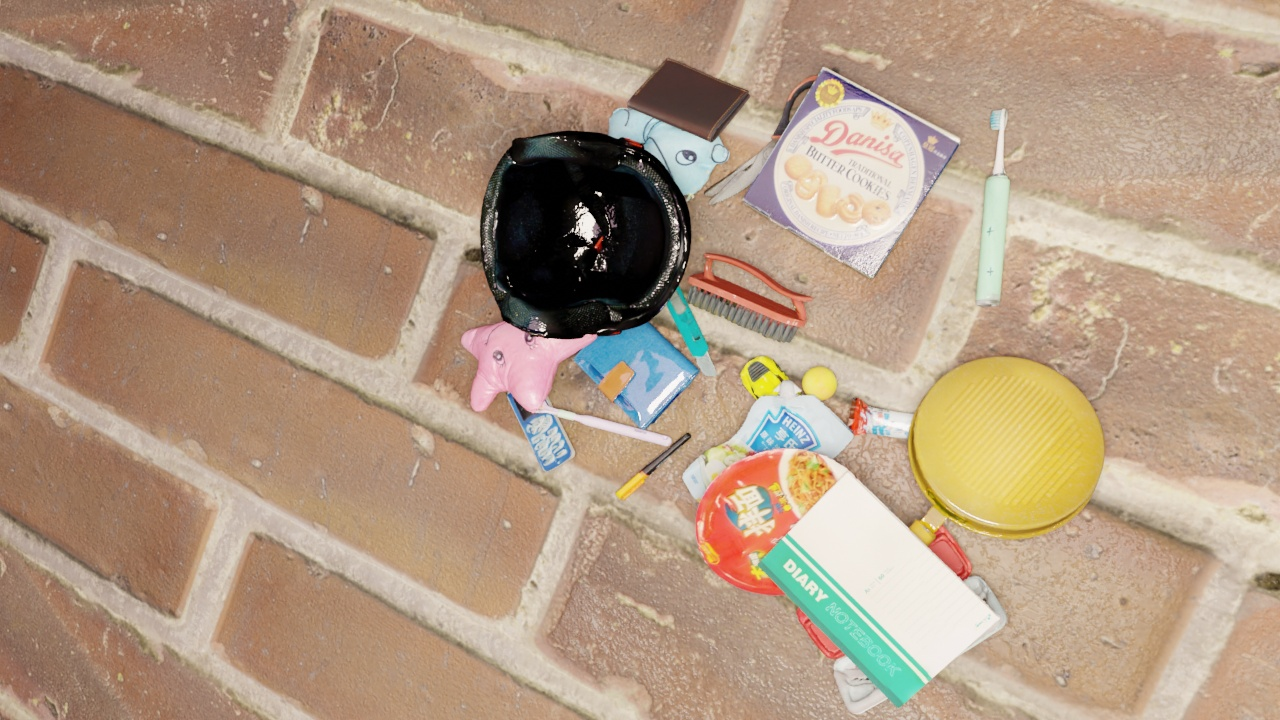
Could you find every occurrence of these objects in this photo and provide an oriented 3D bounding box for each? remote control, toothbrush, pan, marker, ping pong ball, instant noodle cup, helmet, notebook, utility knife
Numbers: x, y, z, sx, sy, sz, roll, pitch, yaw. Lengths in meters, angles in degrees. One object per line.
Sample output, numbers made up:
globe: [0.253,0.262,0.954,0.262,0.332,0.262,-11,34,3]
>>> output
remote control: [-0.130,0.082,1.200,0.049,0.024,0.125,-32,74,15]
toothbrush: [-0.051,0.078,1.164,0.189,0.021,0.029,15,53,10]
pan: [0.337,0.151,0.991,0.357,0.078,0.197,-44,67,-6]
marker: [0.017,0.133,1.151,0.124,0.018,0.015,-42,75,12]
ping pong ball: [0.210,0.027,1.077,0.040,0.040,0.040,-1,87,19]
toothbrush: [0.398,-0.172,1.029,0.027,0.026,0.224,4,89,41]
instant noodle cup: [0.157,0.172,1.048,0.194,0.065,0.194,1,113,1]
helmet: [-0.055,-0.148,1.077,0.275,0.229,0.234,12,105,20]
notebook: [0.247,0.243,0.977,0.209,0.012,0.150,45,107,16]
utility knife: [0.053,-0.059,1.149,0.029,0.013,0.179,-29,79,17]

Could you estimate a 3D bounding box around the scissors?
scissors: [0.165,-0.271,1.120,0.207,0.015,0.192,4,90,19]

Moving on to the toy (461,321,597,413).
toy: [-0.141,-0.008,1.171,0.195,0.074,0.178,-27,54,12]

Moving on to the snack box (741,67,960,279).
snack box: [0.241,-0.216,1.064,0.178,0.045,0.183,33,102,13]

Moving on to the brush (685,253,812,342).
brush: [0.131,-0.076,1.097,0.146,0.063,0.069,26,109,17]

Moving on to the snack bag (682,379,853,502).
snack bag: [0.147,0.114,1.083,0.110,0.038,0.191,47,108,8]

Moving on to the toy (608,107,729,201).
toy: [0.029,-0.262,1.147,0.162,0.049,0.156,-14,76,17]

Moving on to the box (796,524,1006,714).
box: [0.288,0.286,1.025,0.201,0.073,0.154,-38,55,13]

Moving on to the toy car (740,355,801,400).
toy car: [0.163,0.042,1.098,0.048,0.032,0.105,-41,78,12]

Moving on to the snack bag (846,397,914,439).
snack bag: [0.291,0.073,1.055,0.104,0.026,0.048,13,100,19]

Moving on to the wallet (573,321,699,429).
wallet: [-0.007,0.007,1.156,0.106,0.040,0.133,-47,73,7]

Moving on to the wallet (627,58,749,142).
wallet: [0.060,-0.324,1.134,0.122,0.020,0.096,29,64,18]
